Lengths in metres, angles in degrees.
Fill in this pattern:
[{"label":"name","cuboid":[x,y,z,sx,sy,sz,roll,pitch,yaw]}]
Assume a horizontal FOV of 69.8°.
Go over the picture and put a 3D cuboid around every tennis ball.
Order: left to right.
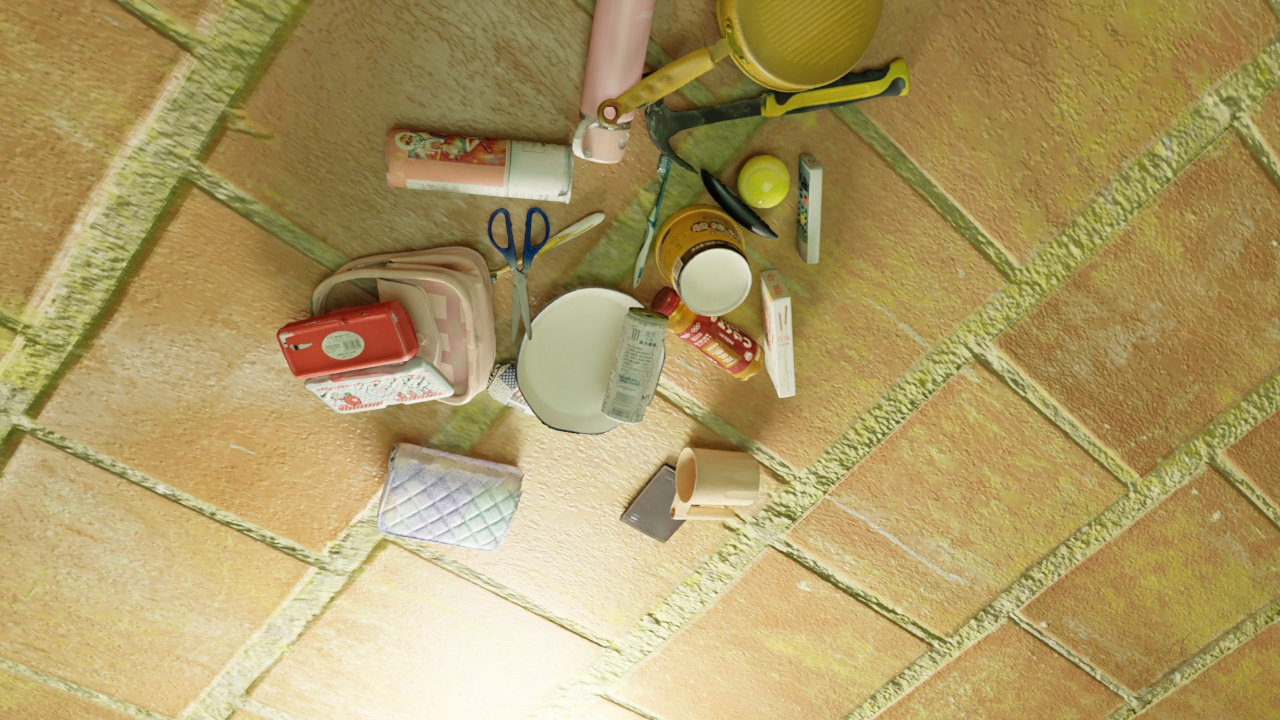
[{"label":"tennis ball","cuboid":[0.153,-0.223,1.143,0.065,0.065,0.066,-4,122,-6]}]

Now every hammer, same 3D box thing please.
[{"label":"hammer","cuboid":[0.166,-0.309,1.108,0.323,0.032,0.126,-11,115,-4]}]

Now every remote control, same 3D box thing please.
[{"label":"remote control","cuboid":[0.122,-0.193,1.164,0.136,0.053,0.024,37,101,-26]},{"label":"remote control","cuboid":[0.216,-0.192,1.177,0.019,0.056,0.135,-7,122,-4]}]

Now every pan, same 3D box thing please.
[{"label":"pan","cuboid":[0.109,-0.360,1.022,0.357,0.078,0.198,-35,115,-9]}]

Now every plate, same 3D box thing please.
[{"label":"plate","cuboid":[-0.070,-0.002,1.232,0.204,0.045,0.205,-5,110,-15]}]

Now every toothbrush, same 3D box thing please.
[{"label":"toothbrush","cuboid":[-0.129,-0.140,1.178,0.191,0.018,0.016,-27,123,10]},{"label":"toothbrush","cuboid":[0.012,-0.178,1.179,0.018,0.016,0.192,14,118,-5]}]

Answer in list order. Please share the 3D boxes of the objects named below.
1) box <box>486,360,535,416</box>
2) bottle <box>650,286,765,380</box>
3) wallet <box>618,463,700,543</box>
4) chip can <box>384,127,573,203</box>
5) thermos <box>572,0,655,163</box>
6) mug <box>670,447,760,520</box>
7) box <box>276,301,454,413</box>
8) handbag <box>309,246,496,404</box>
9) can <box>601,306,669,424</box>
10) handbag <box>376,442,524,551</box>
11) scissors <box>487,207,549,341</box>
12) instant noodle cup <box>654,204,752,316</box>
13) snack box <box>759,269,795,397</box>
[{"label":"box","cuboid":[-0.135,0.046,1.283,0.164,0.052,0.069,23,101,-22]},{"label":"bottle","cuboid":[0.091,-0.039,1.251,0.175,0.057,0.058,34,111,-25]},{"label":"wallet","cuboid":[0.039,0.223,1.427,0.096,0.020,0.122,31,110,-24]},{"label":"chip can","cuboid":[-0.190,-0.229,1.084,0.214,0.071,0.071,3,121,-10]},{"label":"thermos","cuboid":[-0.036,-0.325,1.043,0.067,0.087,0.199,27,121,23]},{"label":"mug","cuboid":[0.110,0.191,1.377,0.103,0.084,0.125,6,121,-18]},{"label":"box","cuboid":[-0.351,0.005,1.159,0.201,0.058,0.161,-9,124,26]},{"label":"handbag","cuboid":[-0.307,-0.051,1.177,0.234,0.093,0.194,7,124,4]},{"label":"can","cuboid":[-0.007,0.007,1.197,0.058,0.058,0.147,11,104,-15]},{"label":"handbag","cuboid":[-0.278,0.196,1.330,0.193,0.075,0.134,15,113,-19]},{"label":"scissors","cuboid":[-0.142,-0.112,1.160,0.133,0.012,0.172,-31,100,-4]},{"label":"instant noodle cup","cuboid":[0.083,-0.123,1.166,0.118,0.114,0.119,-3,121,-6]},{"label":"snack box","cuboid":[0.187,-0.036,1.251,0.027,0.084,0.157,-10,122,-1]}]
